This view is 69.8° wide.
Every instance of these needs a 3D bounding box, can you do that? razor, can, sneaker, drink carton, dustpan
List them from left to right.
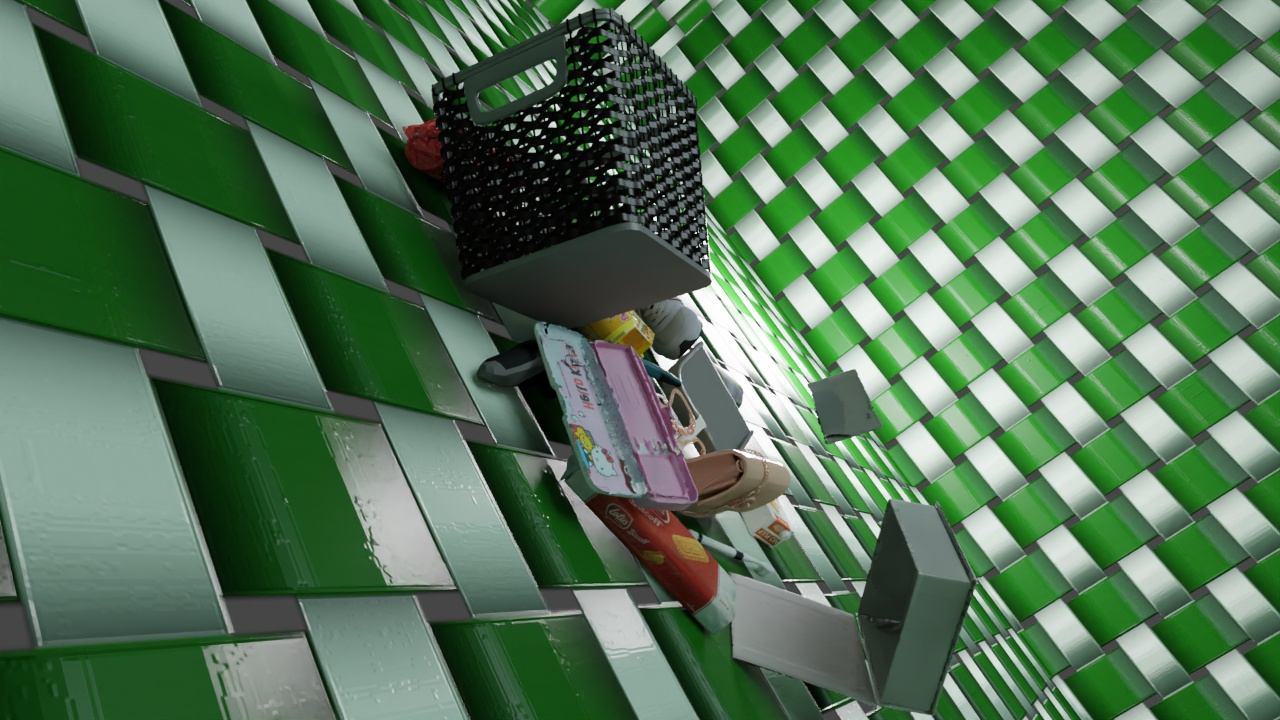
[{"bbox_3d":[-0.115,0.006,0.927,0.156,0.057,0.060,15,70,-66],"label":"razor"},{"bbox_3d":[-0.061,-0.067,1.218,0.105,0.068,0.067,51,15,2],"label":"can"},{"bbox_3d":[-0.032,-0.058,1.334,0.122,0.041,0.058,48,15,-10],"label":"drink carton"},{"bbox_3d":[0.017,-0.087,1.485,0.124,0.089,0.239,41,9,-18],"label":"sneaker"},{"bbox_3d":[0.086,0.080,1.290,0.163,0.033,0.256,60,33,-5],"label":"dustpan"},{"bbox_3d":[0.106,0.039,1.453,0.121,0.067,0.067,35,21,-46],"label":"can"},{"bbox_3d":[0.166,0.201,1.287,0.058,0.040,0.122,38,19,-39],"label":"drink carton"}]

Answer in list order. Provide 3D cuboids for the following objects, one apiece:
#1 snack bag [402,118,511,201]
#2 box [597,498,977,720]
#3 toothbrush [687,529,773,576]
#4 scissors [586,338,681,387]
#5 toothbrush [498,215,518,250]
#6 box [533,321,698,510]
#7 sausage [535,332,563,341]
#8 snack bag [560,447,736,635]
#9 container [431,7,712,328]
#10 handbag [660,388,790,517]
[{"bbox_3d":[-0.222,-0.252,1.171,0.082,0.082,0.176,57,16,23],"label":"snack bag"},{"bbox_3d":[0.159,0.322,1.008,0.165,0.447,0.167,58,13,-13],"label":"box"},{"bbox_3d":[0.108,0.233,1.101,0.186,0.017,0.012,33,20,-45],"label":"toothbrush"},{"bbox_3d":[-0.007,0.007,1.170,0.118,0.019,0.148,14,-16,13],"label":"scissors"},{"bbox_3d":[-0.158,-0.143,1.224,0.135,0.016,0.021,52,14,15],"label":"toothbrush"},{"bbox_3d":[-0.029,0.056,0.912,0.153,0.041,0.201,12,43,-40],"label":"box"},{"bbox_3d":[-0.110,-0.020,1.058,0.020,0.020,0.155,50,15,0],"label":"sausage"},{"bbox_3d":[0.012,0.172,0.916,0.225,0.041,0.077,49,17,-11],"label":"snack bag"},{"bbox_3d":[-0.069,-0.200,1.062,0.245,0.248,0.243,23,56,-60],"label":"container"},{"bbox_3d":[0.085,0.090,1.093,0.198,0.117,0.187,22,49,-60],"label":"handbag"}]
